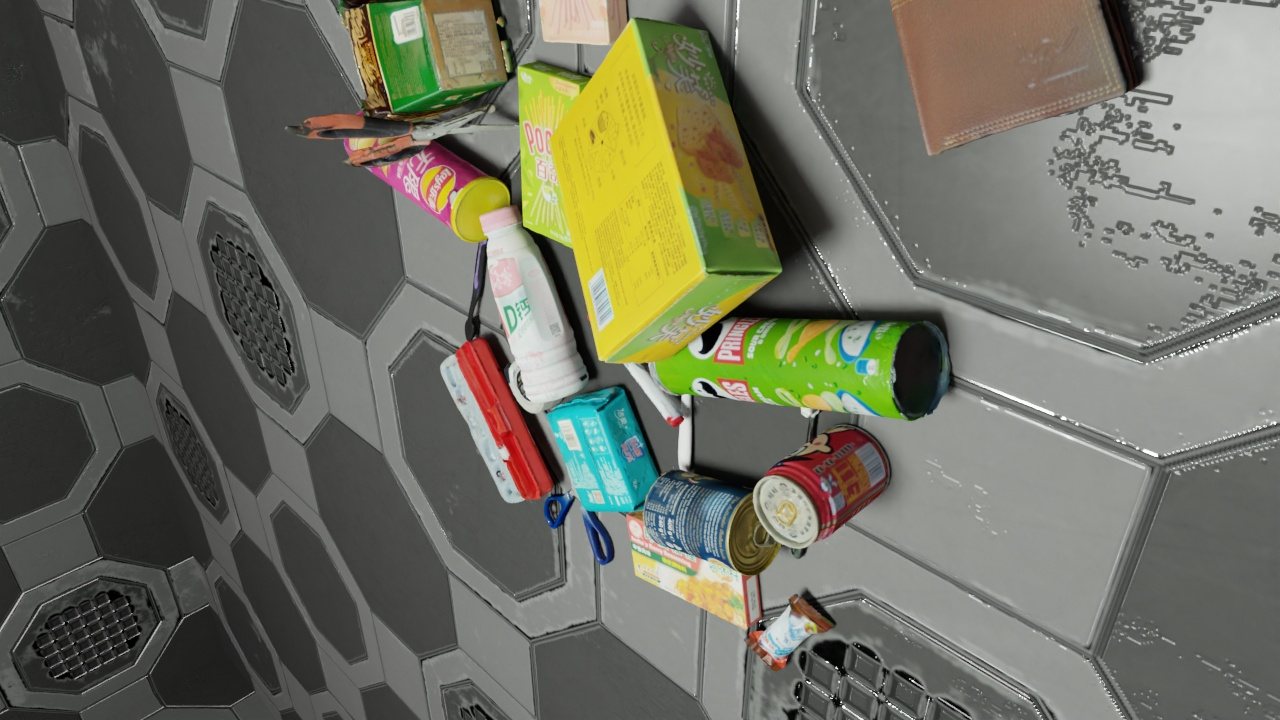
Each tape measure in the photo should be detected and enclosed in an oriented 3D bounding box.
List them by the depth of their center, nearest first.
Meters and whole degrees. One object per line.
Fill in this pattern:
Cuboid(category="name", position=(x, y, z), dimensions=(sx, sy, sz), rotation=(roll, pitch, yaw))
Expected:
Cuboid(category="tape measure", position=(-0.115, 0.023, 1.007), dimensions=(0.066, 0.033, 0.066), rotation=(-26, 88, 54))

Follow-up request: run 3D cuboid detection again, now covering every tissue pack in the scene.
Cuboid(category="tissue pack", position=(-0.035, 0.097, 0.943), dimensions=(0.093, 0.050, 0.133), rotation=(-9, 104, 49))

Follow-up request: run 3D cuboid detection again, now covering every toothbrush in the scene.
Cuboid(category="toothbrush", position=(0.138, 0.100, 0.774), dimensions=(0.016, 0.018, 0.181), rotation=(25, 130, 35))
Cuboid(category="toothbrush", position=(0.040, 0.032, 0.846), dimensions=(0.016, 0.016, 0.180), rotation=(33, 134, 44))
Cuboid(category="toothbrush", position=(-0.181, -0.096, 1.034), dimensions=(0.014, 0.016, 0.189), rotation=(33, 131, 21))

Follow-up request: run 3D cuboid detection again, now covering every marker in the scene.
Cuboid(category="marker", position=(-0.005, 0.005, 0.869), dimensions=(0.145, 0.017, 0.017), rotation=(52, 142, 24))

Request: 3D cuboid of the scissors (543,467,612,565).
Cuboid(category="scissors", position=(-0.073, 0.161, 1.058), dimensions=(0.175, 0.012, 0.162), rotation=(-34, 84, 51))

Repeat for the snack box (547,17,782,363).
Cuboid(category="snack box", position=(0.010, -0.122, 0.694), dimensions=(0.158, 0.070, 0.210), rotation=(-39, 59, 52))

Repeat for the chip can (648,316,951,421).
Cuboid(category="chip can", position=(0.111, 0.000, 0.701), dimensions=(0.236, 0.072, 0.072), rotation=(5, 115, 47))

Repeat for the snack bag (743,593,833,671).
Cuboid(category="snack bag", position=(0.137, 0.255, 0.857), dimensions=(0.048, 0.026, 0.104), rotation=(41, 139, 8))

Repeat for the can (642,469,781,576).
Cuboid(category="can", position=(0.064, 0.145, 0.836), dimensions=(0.111, 0.075, 0.075), rotation=(8, 117, 47))

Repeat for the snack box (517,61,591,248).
Cuboid(category="snack box", position=(-0.075, -0.186, 0.843), dimensions=(0.086, 0.026, 0.157), rotation=(29, 131, 35))

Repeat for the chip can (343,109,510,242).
Cuboid(category="chip can", position=(-0.231, -0.201, 0.978), dimensions=(0.210, 0.071, 0.072), rotation=(35, 135, 32))

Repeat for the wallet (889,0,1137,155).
Cuboid(category="wallet", position=(0.205, -0.179, 0.519), dimensions=(0.125, 0.032, 0.101), rotation=(-9, 107, 52))

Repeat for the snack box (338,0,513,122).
Cuboid(category="snack box", position=(-0.193, -0.287, 0.850), dimensions=(0.106, 0.117, 0.118), rotation=(4, 112, 44))

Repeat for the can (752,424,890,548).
Cuboid(category="can", position=(0.139, 0.097, 0.705), dimensions=(0.066, 0.093, 0.067), rotation=(27, 130, 37))

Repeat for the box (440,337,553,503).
Cuboid(category="box", position=(-0.176, 0.077, 1.109), dimensions=(0.201, 0.039, 0.158), rotation=(64, 158, 0))

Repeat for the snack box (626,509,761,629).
Cuboid(category="snack box", position=(0.052, 0.205, 0.925), dimensions=(0.156, 0.026, 0.077), rotation=(14, 120, 44))

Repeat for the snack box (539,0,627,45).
Cuboid(category="snack box", position=(-0.051, -0.334, 0.727), dimensions=(0.084, 0.026, 0.157), rotation=(21, 126, 41))

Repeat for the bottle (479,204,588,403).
Cuboid(category="bottle", position=(-0.112, -0.058, 0.928), dimensions=(0.068, 0.068, 0.197), rotation=(-5, 106, 50))

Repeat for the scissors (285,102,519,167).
Cuboid(category="scissors", position=(-0.218, -0.214, 0.871), dimensions=(0.189, 0.225, 0.015), rotation=(168, 97, -73))
